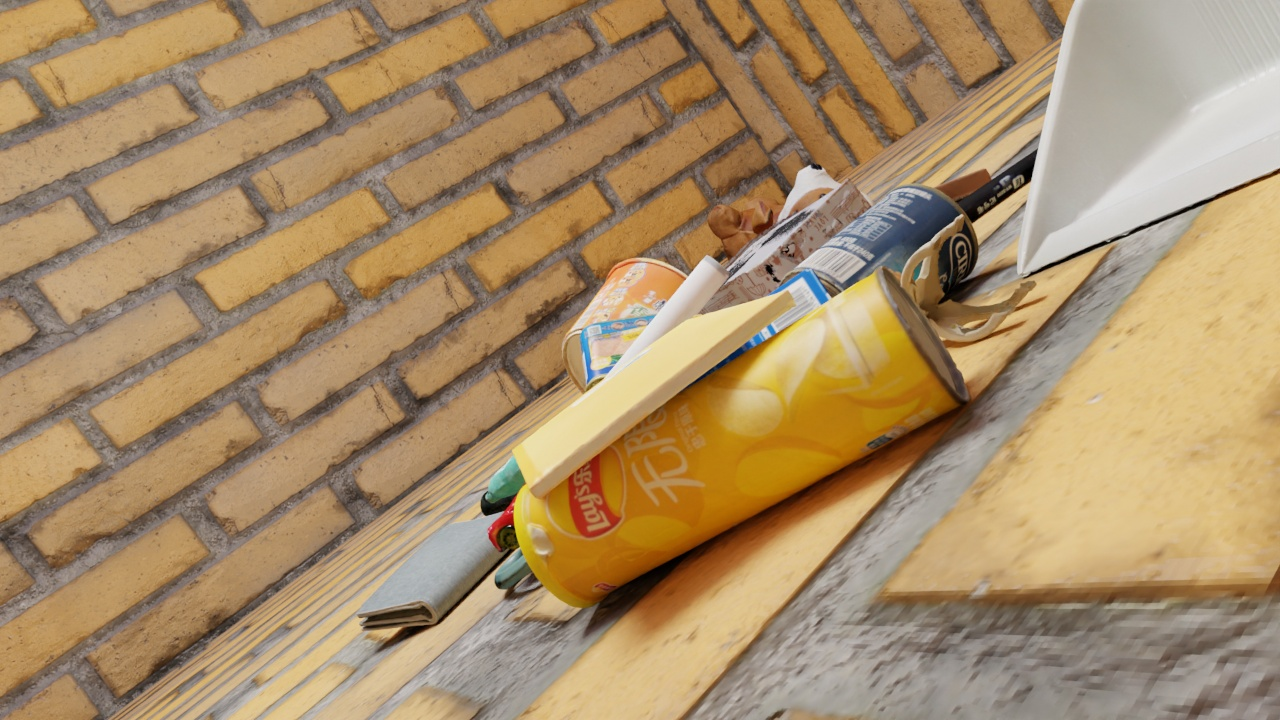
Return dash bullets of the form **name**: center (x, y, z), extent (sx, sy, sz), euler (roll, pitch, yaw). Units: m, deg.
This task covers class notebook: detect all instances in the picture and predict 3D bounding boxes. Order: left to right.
- **notebook**: center (-0.007, 0.015, 0.496), extent (0.145, 0.010, 0.206), euler (-37, 5, -9)

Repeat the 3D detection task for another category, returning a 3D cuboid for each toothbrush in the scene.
- **toothbrush**: center (-0.005, 0.005, 0.770), extent (0.221, 0.027, 0.026), euler (-51, -8, 2)

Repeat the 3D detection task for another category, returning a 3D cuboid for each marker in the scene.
- **marker**: center (0.310, -0.152, 0.778), extent (0.132, 0.020, 0.022), euler (-35, 15, -2)

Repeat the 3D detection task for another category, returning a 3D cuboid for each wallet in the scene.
- **wallet**: center (-0.162, 0.176, 0.761), extent (0.107, 0.037, 0.129), euler (-19, 15, 37)

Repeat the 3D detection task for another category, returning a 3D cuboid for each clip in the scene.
- **clip**: center (0.151, -0.037, 0.485), extent (0.034, 0.096, 0.101), euler (-38, 16, -33)

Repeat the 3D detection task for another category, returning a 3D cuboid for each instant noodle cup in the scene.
- **instant noodle cup**: center (-0.004, -0.016, 0.966), extent (0.152, 0.151, 0.111), euler (-30, 15, 52)

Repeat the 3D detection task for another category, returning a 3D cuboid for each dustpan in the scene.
- **dustpan**: center (0.310, -0.196, 0.491), extent (0.257, 0.142, 0.223), euler (-37, 4, -34)

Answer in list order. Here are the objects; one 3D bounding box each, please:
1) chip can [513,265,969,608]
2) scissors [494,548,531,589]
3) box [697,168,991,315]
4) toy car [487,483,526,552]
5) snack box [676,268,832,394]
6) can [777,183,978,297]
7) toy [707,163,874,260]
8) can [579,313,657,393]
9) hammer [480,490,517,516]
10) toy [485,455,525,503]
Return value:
- **chip can**: center (0.040, 0.041, 0.432), extent (0.214, 0.072, 0.072), euler (-33, 5, 22)
- **scissors**: center (-0.049, 0.109, 0.594), extent (0.129, 0.019, 0.186), euler (-40, -3, -27)
- **box**: center (0.180, -0.103, 0.850), extent (0.260, 0.103, 0.179), euler (-43, 6, -24)
- **toy car**: center (-0.059, 0.087, 0.615), extent (0.106, 0.031, 0.049), euler (-39, 0, 15)
- **snack box**: center (0.051, 0.024, 0.514), extent (0.157, 0.026, 0.084), euler (-34, 46, 12)
- **can**: center (0.148, -0.052, 0.578), extent (0.111, 0.075, 0.075), euler (-37, 5, -24)
- **toy**: center (0.188, -0.161, 1.061), extent (0.200, 0.130, 0.139), euler (7, 22, 41)
- **can**: center (-0.003, 0.005, 0.838), extent (0.102, 0.057, 0.083), euler (-8, 41, -3)
- **hammer**: center (-0.085, 0.114, 0.847), extent (0.128, 0.033, 0.302), euler (-38, 5, -32)
- **toy**: center (-0.107, 0.099, 0.803), extent (0.096, 0.030, 0.091), euler (-42, -1, 14)
